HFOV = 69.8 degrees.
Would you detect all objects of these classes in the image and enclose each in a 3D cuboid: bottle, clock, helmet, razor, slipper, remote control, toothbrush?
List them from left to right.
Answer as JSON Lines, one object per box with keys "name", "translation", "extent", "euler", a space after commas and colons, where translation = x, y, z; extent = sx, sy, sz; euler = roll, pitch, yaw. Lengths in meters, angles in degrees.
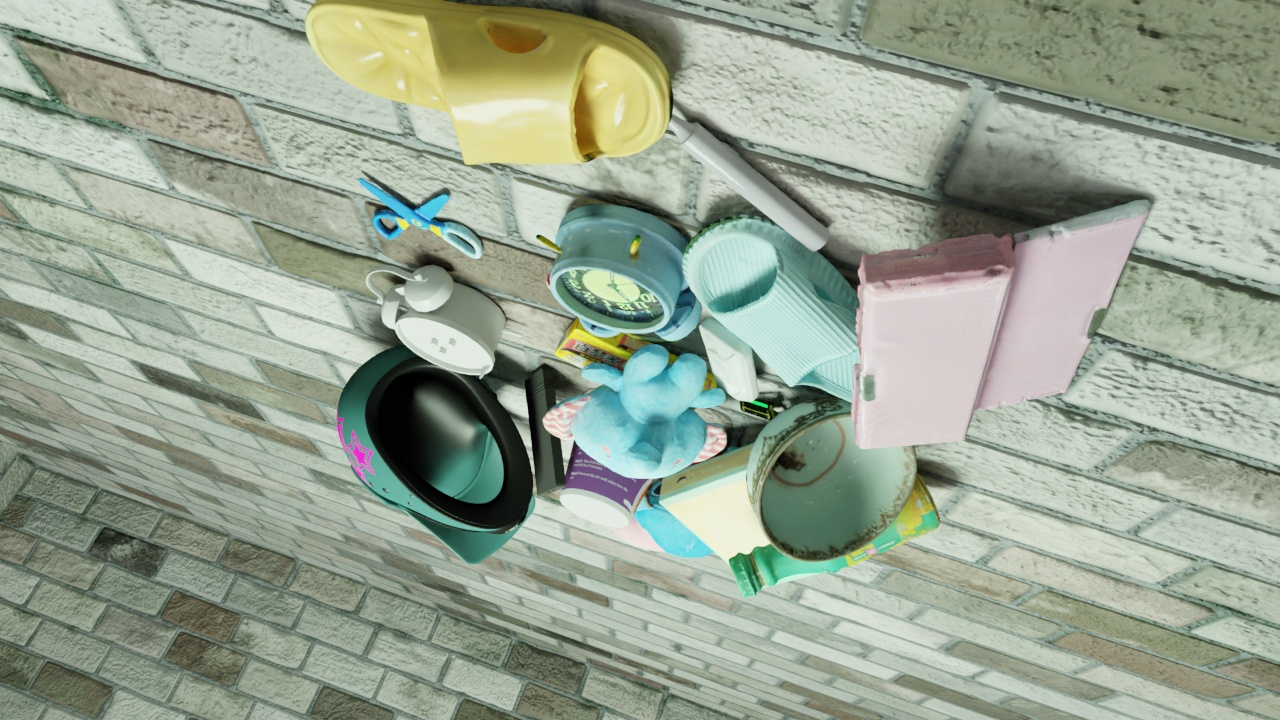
{"name": "clock", "translation": [-0.208, -0.043, 0.932], "extent": [0.159, 0.061, 0.120], "euler": [34, 151, -26]}
{"name": "helmet", "translation": [-0.229, 0.109, 1.068], "extent": [0.275, 0.176, 0.201], "euler": [50, 158, -6]}
{"name": "slipper", "translation": [-0.109, -0.174, 0.595], "extent": [0.263, 0.078, 0.100], "euler": [19, 155, 15]}
{"name": "remote control", "translation": [-0.106, 0.079, 1.018], "extent": [0.013, 0.133, 0.058], "euler": [-1, 165, -29]}
{"name": "clock", "translation": [-0.011, -0.063, 0.756], "extent": [0.118, 0.060, 0.162], "euler": [3, 152, 29]}
{"name": "toothbrush", "translation": [0.057, -0.133, 0.620], "extent": [0.188, 0.018, 0.019], "euler": [34, 141, -23]}
{"name": "remote control", "translation": [0.078, 0.004, 0.816], "extent": [0.050, 0.022, 0.133], "euler": [37, 170, 21]}
{"name": "razor", "translation": [0.153, 0.079, 0.942], "extent": [0.044, 0.021, 0.144], "euler": [17, 158, 50]}
{"name": "slipper", "translation": [0.143, -0.012, 0.721], "extent": [0.276, 0.069, 0.116], "euler": [31, 146, -21]}
{"name": "bottle", "translation": [0.191, 0.178, 0.925], "extent": [0.210, 0.068, 0.068], "euler": [-24, 143, 3]}

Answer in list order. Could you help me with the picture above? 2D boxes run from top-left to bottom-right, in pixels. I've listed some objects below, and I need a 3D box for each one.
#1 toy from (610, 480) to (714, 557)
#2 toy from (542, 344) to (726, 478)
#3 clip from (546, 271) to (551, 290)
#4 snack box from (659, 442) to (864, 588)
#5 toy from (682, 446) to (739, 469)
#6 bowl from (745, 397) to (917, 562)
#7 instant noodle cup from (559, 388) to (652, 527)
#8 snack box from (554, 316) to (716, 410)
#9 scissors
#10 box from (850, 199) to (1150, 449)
{"name": "toy", "translation": [0.030, 0.196, 1.164], "extent": [0.224, 0.098, 0.192], "euler": [22, 160, -23]}
{"name": "toy", "translation": [0.007, 0.056, 0.859], "extent": [0.183, 0.114, 0.181], "euler": [14, 146, -12]}
{"name": "clip", "translation": [-0.058, -0.063, 0.835], "extent": [0.059, 0.023, 0.045], "euler": [14, 152, 2]}
{"name": "snack box", "translation": [0.134, 0.174, 1.005], "extent": [0.142, 0.044, 0.193], "euler": [-25, 125, 32]}
{"name": "toy", "translation": [0.095, 0.135, 1.048], "extent": [0.133, 0.062, 0.092], "euler": [-13, 144, 33]}
{"name": "bowl", "translation": [0.165, 0.097, 0.864], "extent": [0.160, 0.160, 0.094], "euler": [37, -170, -29]}
{"name": "instant noodle cup", "translation": [-0.025, 0.118, 1.030], "extent": [0.137, 0.121, 0.122], "euler": [34, 151, -24]}
{"name": "snack box", "translation": [-0.005, 0.005, 0.914], "extent": [0.152, 0.025, 0.075], "euler": [27, 153, -12]}
{"name": "scissors", "translation": [-0.199, -0.126, 0.826], "extent": [0.126, 0.013, 0.126], "euler": [30, 154, -26]}
{"name": "box", "translation": [0.236, -0.009, 0.632], "extent": [0.179, 0.040, 0.233], "euler": [-11, 148, 7]}
